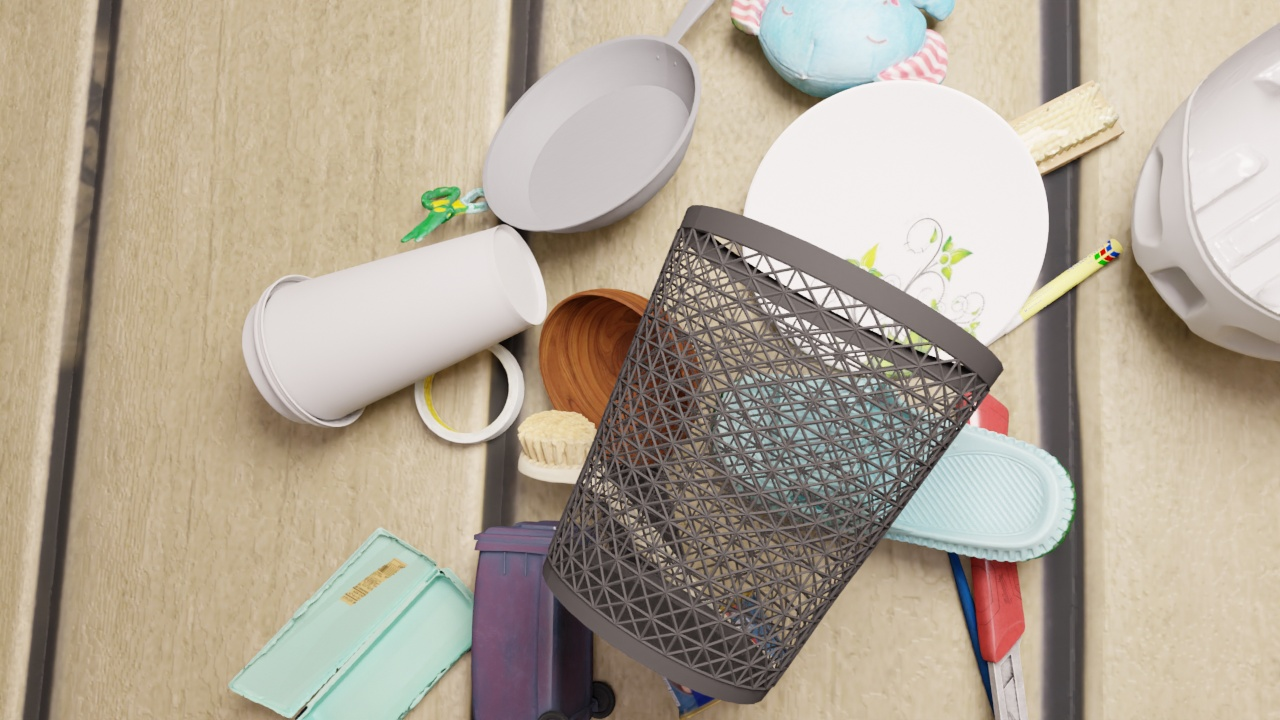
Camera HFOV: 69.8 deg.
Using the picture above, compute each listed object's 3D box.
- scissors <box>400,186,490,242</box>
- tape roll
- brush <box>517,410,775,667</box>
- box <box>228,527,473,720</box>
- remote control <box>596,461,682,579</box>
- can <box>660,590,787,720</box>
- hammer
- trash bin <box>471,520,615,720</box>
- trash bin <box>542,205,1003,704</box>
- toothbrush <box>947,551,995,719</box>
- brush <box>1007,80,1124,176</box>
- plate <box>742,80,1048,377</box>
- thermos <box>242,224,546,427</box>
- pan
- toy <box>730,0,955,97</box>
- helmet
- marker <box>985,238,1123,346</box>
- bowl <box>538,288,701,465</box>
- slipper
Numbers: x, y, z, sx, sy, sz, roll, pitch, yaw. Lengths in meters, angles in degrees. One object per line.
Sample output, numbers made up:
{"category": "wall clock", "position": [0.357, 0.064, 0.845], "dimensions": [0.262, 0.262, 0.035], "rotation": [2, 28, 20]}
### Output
{"category": "scissors", "position": [-0.161, -0.121, 0.770], "dimensions": [0.071, 0.130, 0.014], "rotation": [2, 120, 5]}
{"category": "tape roll", "position": [-0.148, 0.025, 0.795], "dimensions": [0.094, 0.019, 0.094], "rotation": [-1, 83, 10]}
{"category": "brush", "position": [0.001, 0.137, 0.701], "dimensions": [0.061, 0.078, 0.272], "rotation": [-33, 68, -35]}
{"category": "box", "position": [-0.231, 0.242, 0.770], "dimensions": [0.187, 0.057, 0.138], "rotation": [-45, 96, 2]}
{"category": "remote control", "position": [0.002, 0.146, 0.757], "dimensions": [0.058, 0.013, 0.133], "rotation": [-15, 82, 8]}
{"category": "can", "position": [0.061, 0.229, 0.718], "dimensions": [0.100, 0.054, 0.059], "rotation": [-31, 78, 5]}
{"category": "hammer", "position": [0.266, 0.179, 0.686], "dimensions": [0.126, 0.036, 0.315], "rotation": [-2, 79, -9]}
{"category": "trash bin", "position": [-0.078, 0.209, 0.726], "dimensions": [0.092, 0.093, 0.160], "rotation": [-1, 85, 19]}
{"category": "trash bin", "position": [0.066, 0.063, 0.582], "dimensions": [0.217, 0.217, 0.243], "rotation": [29, 91, 12]}
{"category": "toothbrush", "position": [0.255, 0.181, 0.707], "dimensions": [0.017, 0.016, 0.190], "rotation": [-13, 82, -5]}
{"category": "brush", "position": [0.319, -0.175, 0.723], "dimensions": [0.117, 0.039, 0.049], "rotation": [-27, 81, 7]}
{"category": "plate", "position": [0.197, -0.101, 0.727], "dimensions": [0.229, 0.030, 0.229], "rotation": [3, 103, 13]}
{"category": "thermos", "position": [-0.193, -0.032, 0.738], "dimensions": [0.222, 0.131, 0.131], "rotation": [-18, 81, 17]}
{"category": "pan", "position": [0.012, -0.240, 0.751], "dimensions": [0.356, 0.051, 0.201], "rotation": [-49, 48, -5]}
{"category": "toy", "position": [0.177, -0.293, 0.731], "dimensions": [0.183, 0.115, 0.180], "rotation": [31, 80, 22]}
{"category": "helmet", "position": [0.476, -0.125, 0.615], "dimensions": [0.283, 0.183, 0.224], "rotation": [-40, 84, 11]}
{"category": "marker", "position": [0.319, -0.051, 0.722], "dimensions": [0.132, 0.014, 0.014], "rotation": [-36, 79, 5]}
{"category": "bowl", "position": [-0.004, 0.004, 0.737], "dimensions": [0.147, 0.068, 0.147], "rotation": [18, 123, 31]}
{"category": "slipper", "position": [0.175, 0.076, 0.683], "dimensions": [0.276, 0.069, 0.116], "rotation": [13, 83, 24]}
